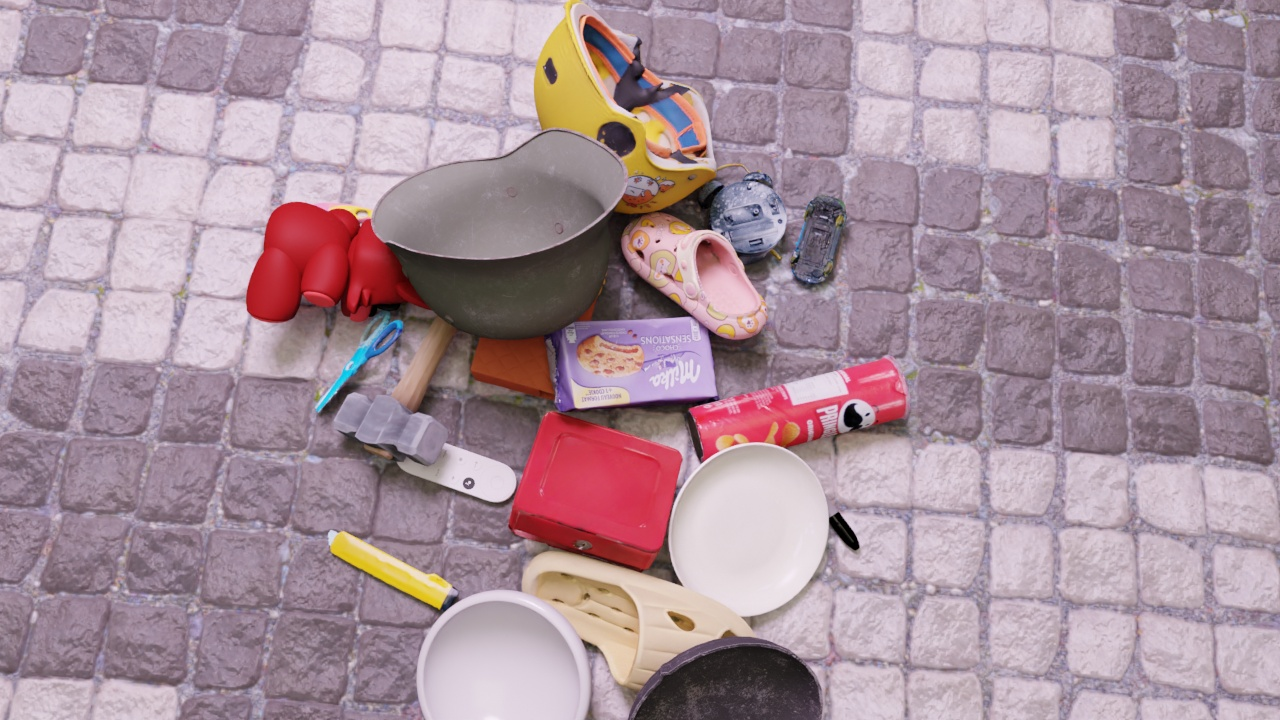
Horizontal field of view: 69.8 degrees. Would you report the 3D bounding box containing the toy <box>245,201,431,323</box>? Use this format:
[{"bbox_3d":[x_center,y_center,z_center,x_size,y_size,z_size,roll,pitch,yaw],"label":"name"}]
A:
[{"bbox_3d":[-0.309,-0.102,0.987,0.197,0.121,0.158,6,35,-12],"label":"toy"}]

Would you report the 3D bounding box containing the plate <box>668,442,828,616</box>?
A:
[{"bbox_3d":[0.110,0.174,0.961,0.182,0.034,0.182,-1,94,-19],"label":"plate"}]

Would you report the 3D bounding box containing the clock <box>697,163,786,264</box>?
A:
[{"bbox_3d":[0.117,-0.170,1.054,0.090,0.052,0.129,-13,78,-5],"label":"clock"}]

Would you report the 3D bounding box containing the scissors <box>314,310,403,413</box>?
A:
[{"bbox_3d":[-0.306,0.005,0.991,0.140,0.083,0.015,-54,128,-14],"label":"scissors"}]

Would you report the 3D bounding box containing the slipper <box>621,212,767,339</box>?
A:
[{"bbox_3d":[0.066,-0.108,1.002,0.093,0.082,0.197,-31,64,-35],"label":"slipper"}]

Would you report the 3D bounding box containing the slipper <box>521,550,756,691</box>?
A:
[{"bbox_3d":[-0.004,0.272,0.915,0.261,0.079,0.111,22,112,6],"label":"slipper"}]

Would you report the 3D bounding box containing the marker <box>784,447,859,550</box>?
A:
[{"bbox_3d":[0.194,0.148,0.999,0.016,0.022,0.138,-37,82,3],"label":"marker"}]

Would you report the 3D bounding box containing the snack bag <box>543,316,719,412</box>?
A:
[{"bbox_3d":[-0.006,0.006,0.980,0.205,0.059,0.096,-2,76,-30],"label":"snack bag"}]

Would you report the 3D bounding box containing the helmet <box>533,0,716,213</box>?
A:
[{"bbox_3d":[-0.036,-0.256,0.996,0.240,0.140,0.208,35,33,-29],"label":"helmet"}]

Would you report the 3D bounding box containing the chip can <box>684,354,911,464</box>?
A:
[{"bbox_3d":[0.168,0.057,0.994,0.233,0.073,0.073,-14,78,-5],"label":"chip can"}]

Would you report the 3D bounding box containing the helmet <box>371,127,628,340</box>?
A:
[{"bbox_3d":[-0.135,-0.108,0.902,0.268,0.154,0.226,21,49,29],"label":"helmet"}]

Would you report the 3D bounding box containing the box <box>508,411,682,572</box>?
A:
[{"bbox_3d":[-0.046,0.134,0.945,0.157,0.123,0.136,16,72,1],"label":"box"}]

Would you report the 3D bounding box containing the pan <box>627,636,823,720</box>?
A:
[{"bbox_3d":[0.020,0.399,0.900,0.357,0.040,0.207,-39,117,4],"label":"pan"}]

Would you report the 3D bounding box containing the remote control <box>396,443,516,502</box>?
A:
[{"bbox_3d":[-0.200,0.117,0.995,0.136,0.013,0.043,19,77,2],"label":"remote control"}]

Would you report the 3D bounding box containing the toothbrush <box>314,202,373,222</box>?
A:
[{"bbox_3d":[-0.313,-0.168,1.057,0.135,0.016,0.021,5,79,1],"label":"toothbrush"}]

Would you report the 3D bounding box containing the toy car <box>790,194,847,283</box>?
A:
[{"bbox_3d":[0.204,-0.139,1.061,0.048,0.032,0.105,16,82,1],"label":"toy car"}]

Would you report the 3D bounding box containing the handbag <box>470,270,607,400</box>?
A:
[{"bbox_3d":[-0.108,-0.049,1.012,0.109,0.060,0.171,15,76,1],"label":"handbag"}]

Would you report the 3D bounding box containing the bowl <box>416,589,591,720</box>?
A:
[{"bbox_3d":[-0.129,0.313,0.915,0.177,0.066,0.176,0,88,11],"label":"bowl"}]

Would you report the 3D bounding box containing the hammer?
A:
[{"bbox_3d":[-0.211,-0.042,1.004,0.117,0.051,0.322,14,69,28],"label":"hammer"}]

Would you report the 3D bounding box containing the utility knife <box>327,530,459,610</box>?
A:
[{"bbox_3d":[-0.263,0.219,0.967,0.155,0.017,0.030,27,72,3],"label":"utility knife"}]
